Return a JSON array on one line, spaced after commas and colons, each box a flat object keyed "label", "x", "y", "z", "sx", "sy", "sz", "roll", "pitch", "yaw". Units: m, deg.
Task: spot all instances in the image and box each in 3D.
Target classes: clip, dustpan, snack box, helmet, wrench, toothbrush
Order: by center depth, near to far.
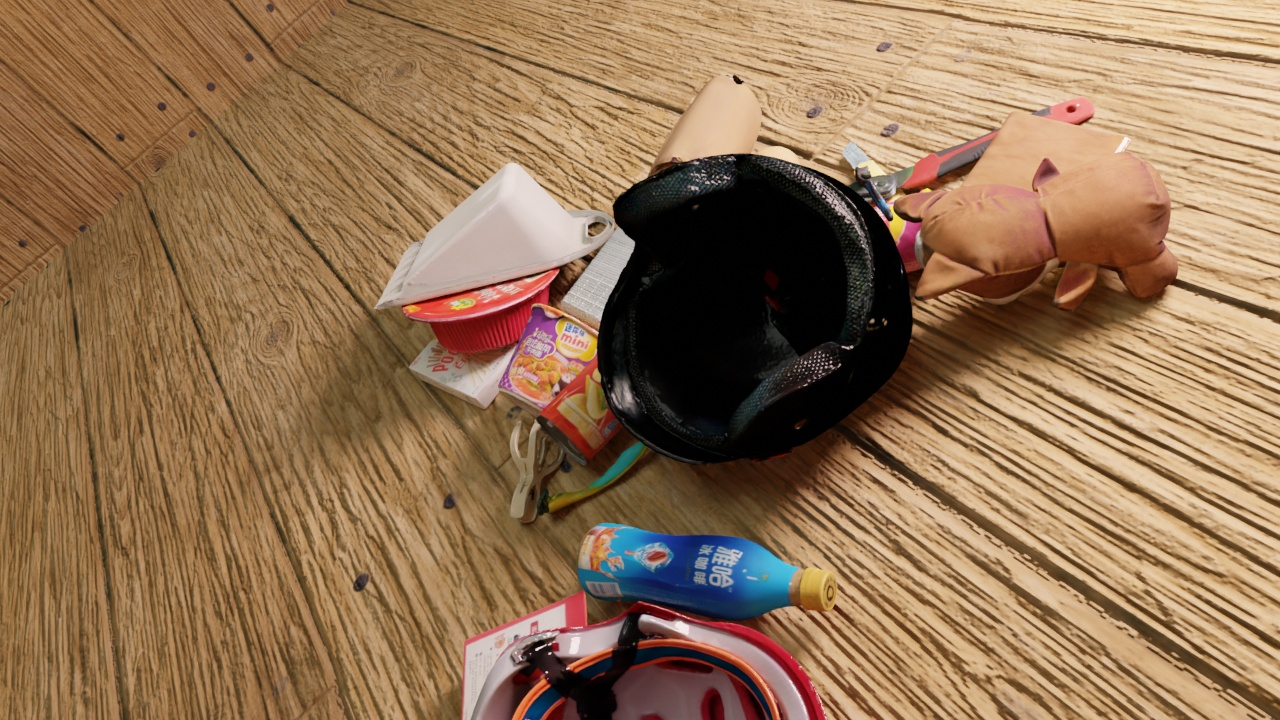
[{"label": "helmet", "x": 0.009, "y": 0.280, "z": 0.600, "sx": 0.240, "sy": 0.144, "sz": 0.206, "roll": -12, "pitch": 48, "yaw": 8}, {"label": "snack box", "x": -0.085, "y": 0.267, "z": 0.756, "sx": 0.127, "sy": 0.044, "sz": 0.113, "roll": -26, "pitch": 40, "yaw": 16}, {"label": "helmet", "x": 0.094, "y": -0.036, "z": 0.770, "sx": 0.276, "sy": 0.229, "sz": 0.233, "roll": -39, "pitch": 65, "yaw": 37}, {"label": "toothbrush", "x": 0.220, "y": -0.158, "z": 0.858, "sx": 0.016, "sy": 0.014, "sz": 0.189, "roll": -7, "pitch": 23, "yaw": 7}, {"label": "wrench", "x": 0.308, "y": -0.196, "z": 0.907, "sx": 0.274, "sy": 0.016, "sz": 0.056, "roll": -23, "pitch": 45, "yaw": 10}, {"label": "clip", "x": -0.115, "y": 0.102, "z": 0.920, "sx": 0.035, "sy": 0.092, "sz": 0.102, "roll": -4, "pitch": 39, "yaw": 34}, {"label": "snack box", "x": -0.212, "y": 0.002, "z": 1.119, "sx": 0.157, "sy": 0.027, "sz": 0.084, "roll": 19, "pitch": 65, "yaw": 45}, {"label": "dustpan", "x": -0.172, "y": -0.136, "z": 1.148, "sx": 0.258, "sy": 0.142, "sz": 0.222, "roll": -39, "pitch": 21, "yaw": 14}]

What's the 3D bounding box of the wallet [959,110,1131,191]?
[{"label": "wallet", "x": 0.368, "y": -0.177, "z": 0.840, "sx": 0.115, "sy": 0.020, "sz": 0.101, "roll": 28, "pitch": 75, "yaw": 36}]

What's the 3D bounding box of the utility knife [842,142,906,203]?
[{"label": "utility knife", "x": 0.251, "y": -0.179, "z": 0.944, "sx": 0.031, "sy": 0.020, "sz": 0.196, "roll": -27, "pitch": 47, "yaw": 5}]

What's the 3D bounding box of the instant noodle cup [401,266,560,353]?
[{"label": "instant noodle cup", "x": -0.181, "y": -0.066, "z": 1.095, "sx": 0.194, "sy": 0.066, "sz": 0.193, "roll": -12, "pitch": 26, "yaw": 6}]

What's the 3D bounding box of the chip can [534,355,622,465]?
[{"label": "chip can", "x": -0.005, "y": 0.005, "z": 0.914, "sx": 0.216, "sy": 0.073, "sz": 0.073, "roll": -46, "pitch": 40, "yaw": -13}]

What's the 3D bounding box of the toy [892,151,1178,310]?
[{"label": "toy", "x": 0.315, "y": -0.099, "z": 0.748, "sx": 0.199, "sy": 0.131, "sz": 0.140, "roll": -6, "pitch": 44, "yaw": 4}]

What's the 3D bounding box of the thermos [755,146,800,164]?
[{"label": "thermos", "x": 0.141, "y": -0.167, "z": 0.965, "sx": 0.093, "sy": 0.093, "sz": 0.143, "roll": -19, "pitch": 34, "yaw": 22}]

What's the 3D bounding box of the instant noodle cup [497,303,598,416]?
[{"label": "instant noodle cup", "x": -0.091, "y": 0.010, "z": 0.963, "sx": 0.112, "sy": 0.111, "sz": 0.099, "roll": 20, "pitch": 75, "yaw": 46}]

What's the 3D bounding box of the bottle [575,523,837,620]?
[{"label": "bottle", "x": 0.049, "y": 0.169, "z": 0.730, "sx": 0.219, "sy": 0.065, "sz": 0.065, "roll": -2, "pitch": 51, "yaw": 36}]

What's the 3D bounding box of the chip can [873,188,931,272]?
[{"label": "chip can", "x": 0.181, "y": -0.098, "z": 0.879, "sx": 0.211, "sy": 0.071, "sz": 0.071, "roll": -15, "pitch": 45, "yaw": 26}]

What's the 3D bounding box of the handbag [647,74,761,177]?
[{"label": "handbag", "x": 0.068, "y": -0.213, "z": 1.027, "sx": 0.100, "sy": 0.148, "sz": 0.204, "roll": 26, "pitch": 58, "yaw": 2}]

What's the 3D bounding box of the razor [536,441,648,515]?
[{"label": "razor", "x": -0.041, "y": 0.110, "z": 0.884, "sx": 0.133, "sy": 0.028, "sz": 0.043, "roll": -32, "pitch": 2, "yaw": 9}]

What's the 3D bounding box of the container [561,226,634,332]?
[{"label": "container", "x": -0.014, "y": -0.070, "z": 0.989, "sx": 0.111, "sy": 0.090, "sz": 0.090, "roll": -50, "pitch": 40, "yaw": -10}]
